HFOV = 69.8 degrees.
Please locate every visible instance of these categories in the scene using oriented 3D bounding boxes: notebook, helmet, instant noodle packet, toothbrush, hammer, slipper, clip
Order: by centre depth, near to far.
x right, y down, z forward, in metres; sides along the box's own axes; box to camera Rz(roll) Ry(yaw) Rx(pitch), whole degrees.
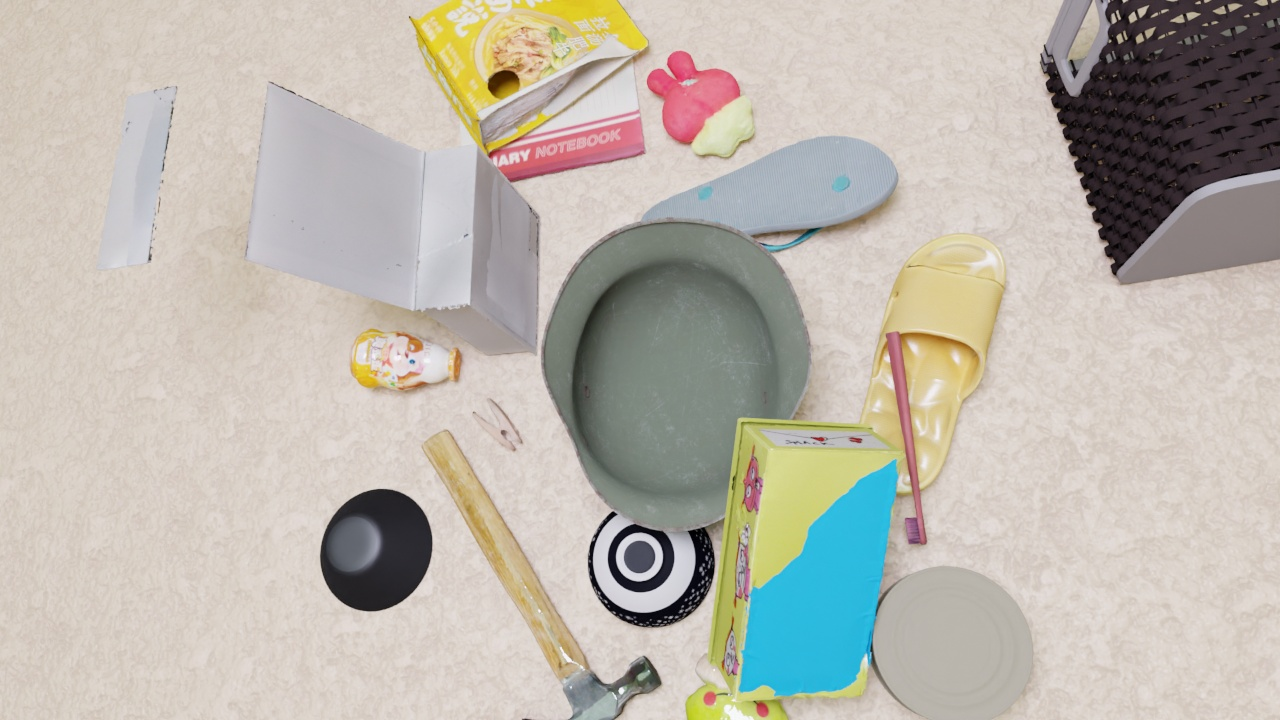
[{"bbox_3d":[0.233,0.069,0.810,0.016,0.016,0.190,-7,90,22],"label":"toothbrush"},{"bbox_3d":[0.032,0.024,0.841,0.227,0.154,0.267,2,75,3],"label":"helmet"},{"bbox_3d":[0.264,-0.006,0.843,0.099,0.078,0.263,17,80,17],"label":"slipper"},{"bbox_3d":[-0.124,0.207,0.889,0.132,0.033,0.330,-36,69,1],"label":"hammer"},{"bbox_3d":[0.127,-0.160,0.940,0.269,0.054,0.098,-12,68,20],"label":"slipper"},{"bbox_3d":[-0.140,0.061,0.940,0.061,0.025,0.045,38,86,12],"label":"clip"},{"bbox_3d":[-0.123,-0.357,1.026,0.221,0.084,0.163,-32,69,-6],"label":"instant noodle packet"},{"bbox_3d":[-0.104,-0.278,1.039,0.209,0.012,0.153,-10,70,8],"label":"notebook"}]

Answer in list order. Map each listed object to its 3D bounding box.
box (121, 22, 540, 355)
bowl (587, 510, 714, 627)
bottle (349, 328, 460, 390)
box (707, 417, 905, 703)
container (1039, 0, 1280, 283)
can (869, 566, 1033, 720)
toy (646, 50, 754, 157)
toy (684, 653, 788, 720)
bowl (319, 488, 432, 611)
[{"bbox_3d":[-0.222,-0.132,0.819,0.108,0.418,0.166,-10,70,27],"label":"box"},{"bbox_3d":[0.005,0.184,0.847,0.120,0.066,0.120,-3,73,11],"label":"bowl"},{"bbox_3d":[-0.245,0.001,0.960,0.109,0.063,0.063,4,74,-1],"label":"bottle"},{"bbox_3d":[0.131,0.164,0.751,0.124,0.079,0.221,1,105,-12],"label":"box"},{"bbox_3d":[0.513,-0.228,0.771,0.246,0.247,0.243,-9,75,9],"label":"container"},{"bbox_3d":[0.258,0.239,0.772,0.128,0.073,0.127,-3,73,11],"label":"can"},{"bbox_3d":[0.063,-0.275,0.984,0.091,0.045,0.135,-44,74,0],"label":"toy"},{"bbox_3d":[0.086,0.297,0.808,0.092,0.043,0.117,5,73,15],"label":"toy"},{"bbox_3d":[-0.276,0.185,0.915,0.124,0.052,0.124,-3,73,11],"label":"bowl"}]
